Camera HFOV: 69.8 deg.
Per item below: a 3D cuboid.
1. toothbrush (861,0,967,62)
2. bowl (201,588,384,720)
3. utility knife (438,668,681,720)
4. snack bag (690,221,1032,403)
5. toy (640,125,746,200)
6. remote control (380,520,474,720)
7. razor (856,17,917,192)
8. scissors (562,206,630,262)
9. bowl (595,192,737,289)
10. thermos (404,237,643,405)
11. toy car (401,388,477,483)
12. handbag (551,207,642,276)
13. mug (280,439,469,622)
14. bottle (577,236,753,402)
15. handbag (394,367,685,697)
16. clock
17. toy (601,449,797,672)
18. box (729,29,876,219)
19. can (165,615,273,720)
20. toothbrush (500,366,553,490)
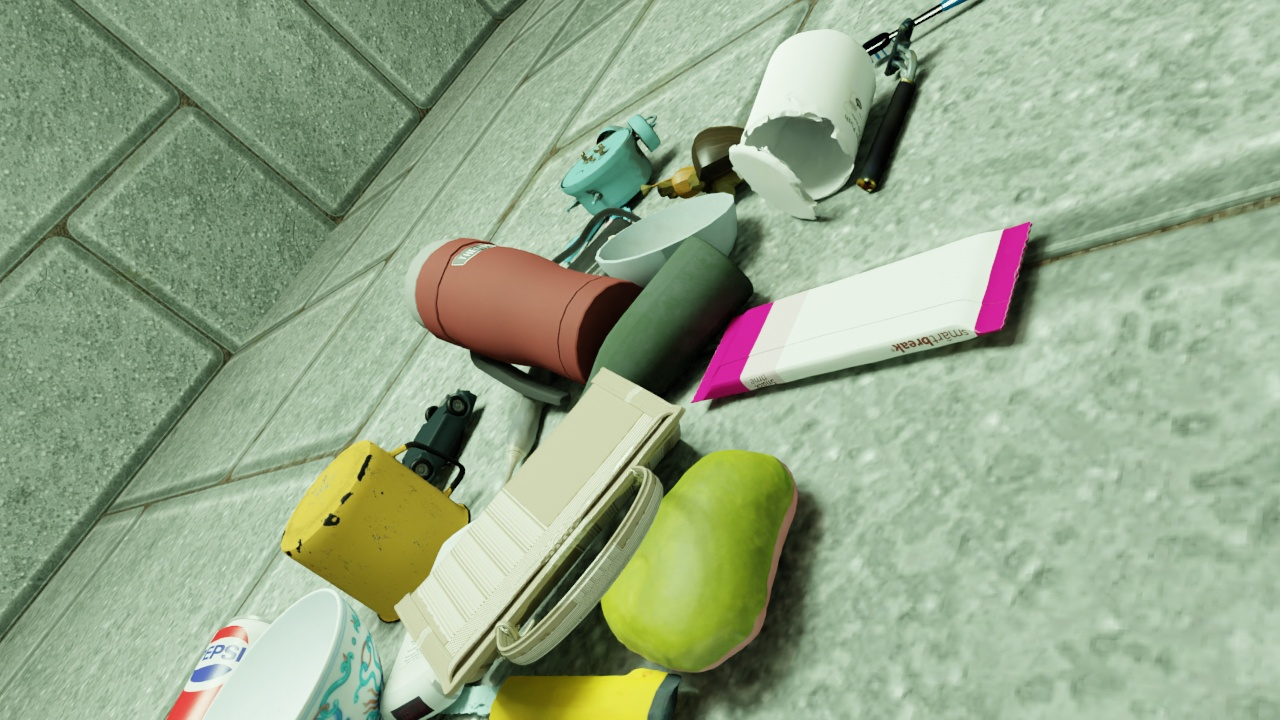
[{"bbox_3d":[0.226,-0.252,0.632,0.168,0.014,0.014,-22,46,38],"label":"toothbrush"},{"bbox_3d":[-0.199,0.220,0.551,0.144,0.074,0.143,-37,26,22],"label":"bowl"},{"bbox_3d":[-0.053,0.168,0.458,0.224,0.019,0.030,-20,31,47],"label":"utility knife"},{"bbox_3d":[0.106,-0.019,0.480,0.197,0.016,0.070,-18,37,49],"label":"snack bag"},{"bbox_3d":[0.048,-0.145,0.711,0.100,0.062,0.076,-19,-3,22],"label":"toy"},{"bbox_3d":[-0.117,0.155,0.566,0.060,0.025,0.138,-36,25,32],"label":"remote control"},{"bbox_3d":[0.164,-0.162,0.598,0.043,0.022,0.144,92,-163,-58],"label":"razor"},{"bbox_3d":[-0.039,-0.140,0.909,0.111,0.015,0.140,-34,21,26],"label":"scissors"},{"bbox_3d":[0.024,-0.078,0.654,0.106,0.039,0.106,-22,21,9],"label":"bowl"},{"bbox_3d":[-0.085,-0.026,0.676,0.199,0.108,0.083,18,30,41],"label":"thermos"},{"bbox_3d":[-0.174,0.072,0.778,0.046,0.034,0.111,-23,33,42],"label":"toy car"},{"bbox_3d":[-0.035,-0.063,0.734,0.128,0.054,0.079,-46,28,-1],"label":"handbag"},{"bbox_3d":[-0.186,0.112,0.666,0.123,0.094,0.100,-52,25,-10],"label":"mug"},{"bbox_3d":[-0.003,0.003,0.581,0.174,0.055,0.055,-50,24,-1],"label":"bottle"},{"bbox_3d":[-0.037,0.085,0.433,0.175,0.062,0.198,-49,7,-10],"label":"handbag"},{"bbox_3d":[-0.024,-0.193,0.891,0.124,0.053,0.090,-51,26,-20],"label":"clock"},{"bbox_3d":[0.030,0.084,0.407,0.109,0.051,0.090,-56,23,-20],"label":"toy"},{"bbox_3d":[0.104,-0.149,0.608,0.089,0.080,0.142,-8,45,33],"label":"box"},{"bbox_3d":[-0.301,0.259,0.664,0.070,0.070,0.131,-30,30,34],"label":"can"},{"bbox_3d":[-0.087,0.051,0.687,0.024,0.022,0.185,-34,29,32],"label":"toothbrush"}]
